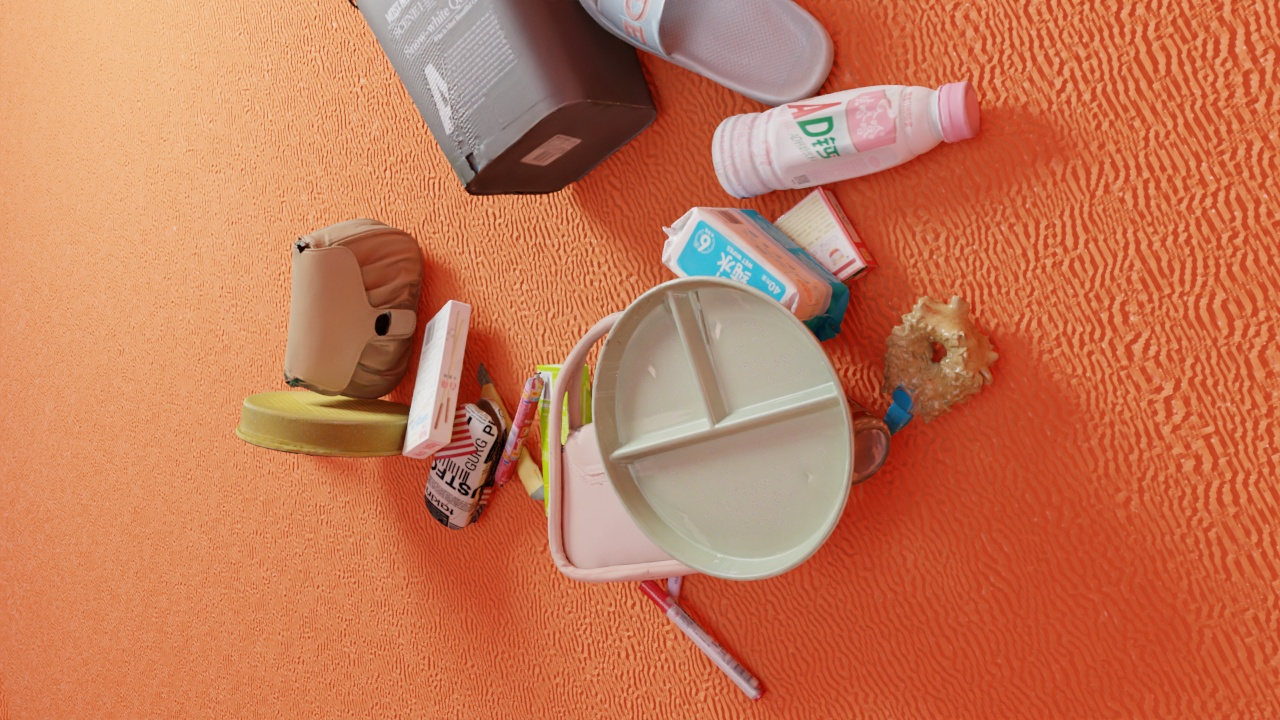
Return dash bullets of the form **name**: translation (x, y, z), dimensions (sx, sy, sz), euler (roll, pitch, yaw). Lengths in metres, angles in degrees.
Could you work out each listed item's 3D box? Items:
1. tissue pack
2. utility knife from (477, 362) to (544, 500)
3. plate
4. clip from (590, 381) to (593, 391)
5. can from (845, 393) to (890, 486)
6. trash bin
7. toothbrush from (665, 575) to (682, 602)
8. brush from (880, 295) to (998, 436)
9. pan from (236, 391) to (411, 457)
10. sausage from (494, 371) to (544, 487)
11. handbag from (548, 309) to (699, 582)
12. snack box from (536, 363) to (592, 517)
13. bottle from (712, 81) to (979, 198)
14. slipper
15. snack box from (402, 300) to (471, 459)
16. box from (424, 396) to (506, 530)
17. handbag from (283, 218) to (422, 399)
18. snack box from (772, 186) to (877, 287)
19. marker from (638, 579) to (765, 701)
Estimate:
- **tissue pack**: translation (0.088, -0.064, 0.708), dimensions (0.140, 0.089, 0.063), euler (44, 120, 24)
- **utility knife**: translation (-0.142, 0.077, 0.981), dimensions (0.031, 0.019, 0.176), euler (-44, 68, 29)
- **plate**: translation (0.057, 0.050, 0.682), dimensions (0.231, 0.027, 0.230), euler (11, 108, 38)
- **clip**: translation (0.001, 0.006, 0.862), dimensions (0.104, 0.076, 0.034), euler (-46, 64, 20)
- **can**: translation (0.126, 0.037, 0.711), dimensions (0.147, 0.057, 0.058), euler (44, 120, 52)
- **trash bin**: translation (-0.115, -0.282, 0.831), dimensions (0.200, 0.198, 0.219), euler (-29, 81, 36)
- **toothbrush**: translation (0.043, 0.147, 0.841), dimensions (0.021, 0.029, 0.189), euler (-121, 39, -73)
- **brush**: translation (0.182, 0.059, 0.712), dimensions (0.083, 0.045, 0.255), euler (46, 124, 25)
- **pan**: translation (-0.388, 0.077, 1.096), dimensions (0.358, 0.197, 0.078), euler (14, 97, 58)
- **sausage**: translation (-0.123, 0.073, 0.935), dimensions (0.020, 0.020, 0.156), euler (42, 127, 28)
- **handbag**: translation (0.005, 0.069, 0.796), dimensions (0.194, 0.093, 0.234), euler (-15, 86, 26)
- **snack box**: translation (-0.073, 0.081, 0.902), dimensions (0.086, 0.026, 0.156), euler (179, 87, -65)
- **bottle**: translation (0.154, -0.171, 0.702), dimensions (0.197, 0.068, 0.068), euler (-3, 91, 35)
- **slipper**: translation (0.042, -0.286, 0.731), dimensions (0.245, 0.074, 0.104), euler (34, 103, 7)
- **snack box**: translation (-0.217, 0.021, 0.980), dimensions (0.085, 0.027, 0.156), euler (-29, 51, 55)
- **box**: translation (-0.178, 0.112, 0.997), dimensions (0.075, 0.076, 0.164), euler (34, 119, 20)
- **handbag**: translation (-0.317, -0.053, 1.027), dimensions (0.100, 0.147, 0.205), euler (25, 112, 36)
- **snack box**: translation (0.112, -0.067, 0.764), dimensions (0.156, 0.027, 0.077), euler (-37, 71, 34)
- **marker**: translation (0.055, 0.250, 0.829), dimensions (0.145, 0.017, 0.017), euler (41, 117, 20)
